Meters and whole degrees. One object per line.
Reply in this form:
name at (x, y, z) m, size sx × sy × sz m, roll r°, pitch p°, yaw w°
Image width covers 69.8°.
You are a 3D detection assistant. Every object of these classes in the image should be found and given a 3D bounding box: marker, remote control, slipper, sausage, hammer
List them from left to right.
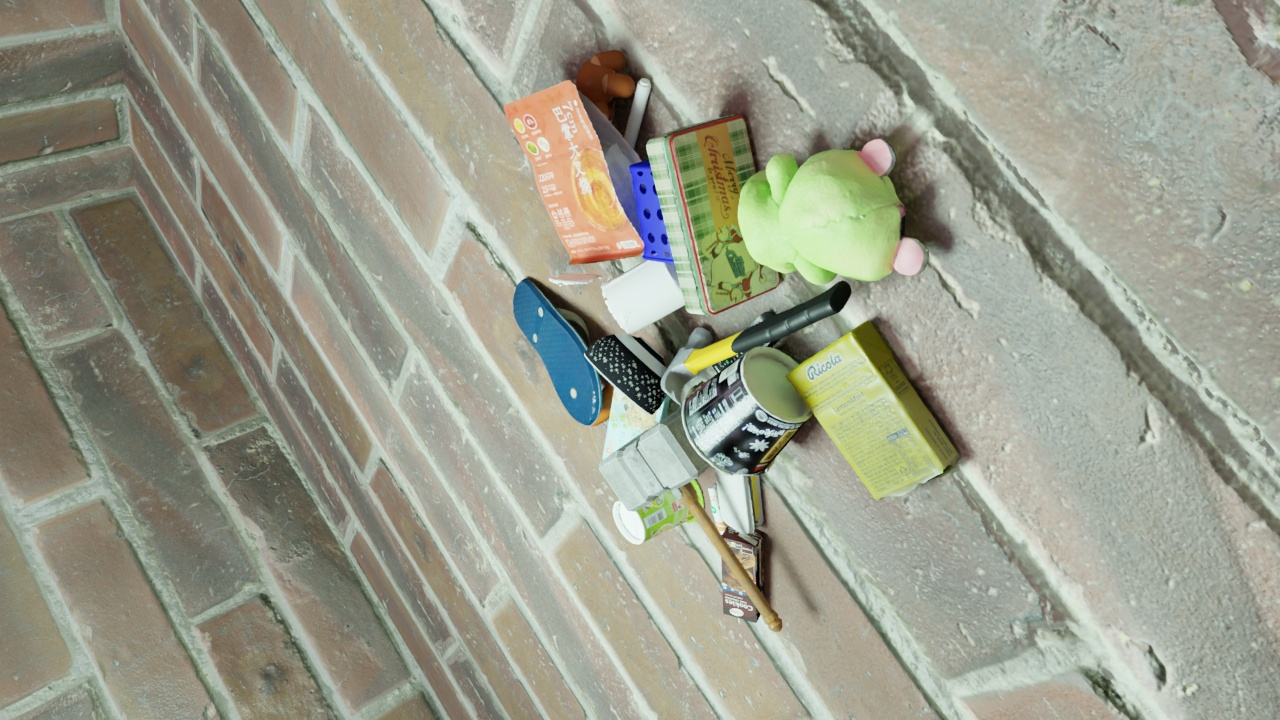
slipper at (-0.116, -0.025, 1.418) m, size 0.294 × 0.060 × 0.118 m, roll 53°, pitch 141°, yaw 37°
sausage at (-0.049, 0.059, 1.396) m, size 0.165 × 0.039 × 0.044 m, roll -48°, pitch 54°, yaw 53°
marker at (-0.009, -0.289, 1.138) m, size 0.134 × 0.017 × 0.020 m, roll 109°, pitch 163°, yaw -46°
hammer at (0.095, 0.227, 1.222) m, size 0.317 × 0.082 × 0.163 m, roll 56°, pitch 138°, yaw 2°
marker at (0.120, 0.246, 1.319) m, size 0.017 × 0.017 × 0.145 m, roll 6°, pitch 117°, yaw 51°
remote control at (0.130, -0.013, 1.140) m, size 0.033 × 0.015 × 0.147 m, roll 56°, pitch 145°, yaw 11°
hammer at (0.120, -0.023, 1.037) m, size 0.029 × 0.126 × 0.324 m, roll 43°, pitch 151°, yaw -12°

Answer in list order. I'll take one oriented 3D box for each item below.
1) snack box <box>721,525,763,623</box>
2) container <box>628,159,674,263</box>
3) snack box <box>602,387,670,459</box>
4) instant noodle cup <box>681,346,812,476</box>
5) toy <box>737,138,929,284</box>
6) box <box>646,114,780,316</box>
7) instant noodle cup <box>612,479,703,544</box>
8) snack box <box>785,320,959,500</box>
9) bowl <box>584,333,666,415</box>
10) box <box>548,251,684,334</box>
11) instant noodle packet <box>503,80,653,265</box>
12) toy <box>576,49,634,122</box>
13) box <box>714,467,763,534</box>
snack box at (0.144, 0.301, 1.296) m, size 0.051 × 0.031 × 0.141 m, roll 10°, pitch 122°, yaw 25°
container at (0.045, -0.182, 1.082) m, size 0.085 × 0.084 × 0.114 m, roll 14°, pitch 122°, yaw 49°
snack box at (-0.004, 0.083, 1.321) m, size 0.075 × 0.053 × 0.175 m, roll 20°, pitch 131°, yaw 10°
instant noodle cup at (0.134, 0.056, 1.085) m, size 0.137 × 0.137 × 0.113 m, roll 54°, pitch 136°, yaw 13°
toy at (0.178, -0.142, 0.926) m, size 0.197 × 0.107 × 0.150 m, roll 0°, pitch 111°, yaw 62°
box at (0.083, -0.160, 1.020) m, size 0.051 × 0.117 × 0.205 m, roll 7°, pitch 115°, yaw 53°
instant noodle cup at (0.022, 0.213, 1.346) m, size 0.099 × 0.107 × 0.099 m, roll 31°, pitch 133°, yaw 39°
snack box at (0.255, 0.059, 1.003) m, size 0.181 × 0.045 × 0.122 m, roll 56°, pitch 143°, yaw 6°
bowl at (-0.007, 0.007, 1.189) m, size 0.120 × 0.066 × 0.120 m, roll 42°, pitch -177°, yaw -3°
box at (-0.023, -0.096, 1.166) m, size 0.156 × 0.084 × 0.126 m, roll -31°, pitch 102°, yaw 14°
instant noodle packet at (-0.079, -0.235, 1.152) m, size 0.165 × 0.083 × 0.221 m, roll 2°, pitch 131°, yaw 53°
toy at (-0.051, -0.321, 1.144) m, size 0.128 × 0.065 × 0.094 m, roll 114°, pitch 150°, yaw -61°
box at (0.125, 0.136, 1.226) m, size 0.064 × 0.037 × 0.210 m, roll 20°, pitch 127°, yaw 47°
